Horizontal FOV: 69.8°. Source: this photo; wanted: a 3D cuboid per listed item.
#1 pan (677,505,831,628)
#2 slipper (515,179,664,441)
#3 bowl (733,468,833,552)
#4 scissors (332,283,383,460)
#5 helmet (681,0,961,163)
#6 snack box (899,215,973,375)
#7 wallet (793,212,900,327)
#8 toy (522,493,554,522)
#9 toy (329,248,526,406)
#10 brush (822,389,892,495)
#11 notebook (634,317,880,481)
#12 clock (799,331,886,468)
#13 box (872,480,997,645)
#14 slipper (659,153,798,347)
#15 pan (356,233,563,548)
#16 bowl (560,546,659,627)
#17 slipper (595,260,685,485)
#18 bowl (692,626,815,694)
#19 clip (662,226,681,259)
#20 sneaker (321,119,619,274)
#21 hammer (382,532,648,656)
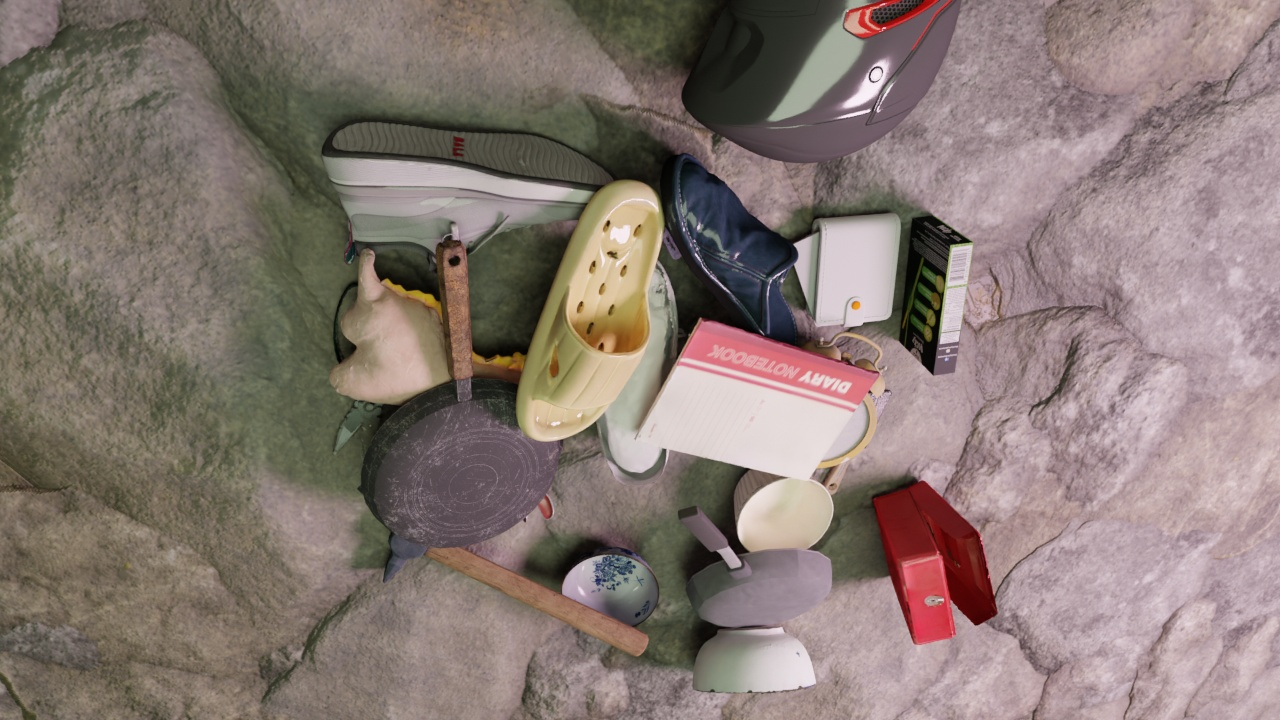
[{"bbox_3d":[0.112,0.236,1.026,0.179,0.041,0.357,-18,145,14],"label":"pan"},{"bbox_3d":[-0.030,-0.030,0.824,0.111,0.079,0.262,-1,117,-42],"label":"slipper"},{"bbox_3d":[0.159,0.167,1.070,0.115,0.062,0.115,-6,119,-11],"label":"bowl"},{"bbox_3d":[-0.276,0.012,0.908,0.142,0.015,0.210,32,105,-30],"label":"scissors"},{"bbox_3d":[0.158,-0.259,0.778,0.264,0.164,0.170,-25,133,-11],"label":"helmet"},{"bbox_3d":[0.309,-0.068,0.966,0.025,0.080,0.148,-8,120,-9],"label":"snack box"},{"bbox_3d":[0.207,-0.092,0.955,0.115,0.037,0.118,-6,116,-10],"label":"wallet"},{"bbox_3d":[-0.135,0.129,0.998,0.049,0.030,0.112,-12,122,26],"label":"toy"},{"bbox_3d":[-0.158,-0.006,0.887,0.264,0.065,0.196,5,124,-24],"label":"toy"},{"bbox_3d":[0.250,0.097,1.083,0.039,0.012,0.151,11,116,-19],"label":"brush"},{"bbox_3d":[0.118,0.045,0.923,0.208,0.012,0.153,15,120,-22],"label":"notebook"},{"bbox_3d":[0.197,0.034,0.994,0.117,0.081,0.159,23,119,-13],"label":"clock"},{"bbox_3d":[0.346,0.248,1.122,0.112,0.134,0.157,-25,120,-1],"label":"box"},{"bbox_3d":[0.113,-0.098,0.876,0.084,0.108,0.265,-13,133,32],"label":"slipper"},{"bbox_3d":[-0.166,0.047,0.863,0.207,0.040,0.358,-12,128,-21],"label":"pan"},{"bbox_3d":[-0.035,0.259,1.079,0.114,0.045,0.114,1,116,1],"label":"bowl"},{"bbox_3d":[-0.006,0.005,0.934,0.112,0.074,0.247,-10,115,-19],"label":"slipper"},{"bbox_3d":[0.139,0.372,1.148,0.153,0.154,0.072,0,75,-13],"label":"bowl"},{"bbox_3d":[0.027,-0.119,0.900,0.014,0.042,0.052,-32,107,3],"label":"clip"},{"bbox_3d":[-0.146,-0.134,0.823,0.263,0.096,0.129,1,130,-15],"label":"sneaker"},{"bbox_3d":[-0.132,0.259,1.035,0.321,0.040,0.129,29,112,-14],"label":"hammer"}]
